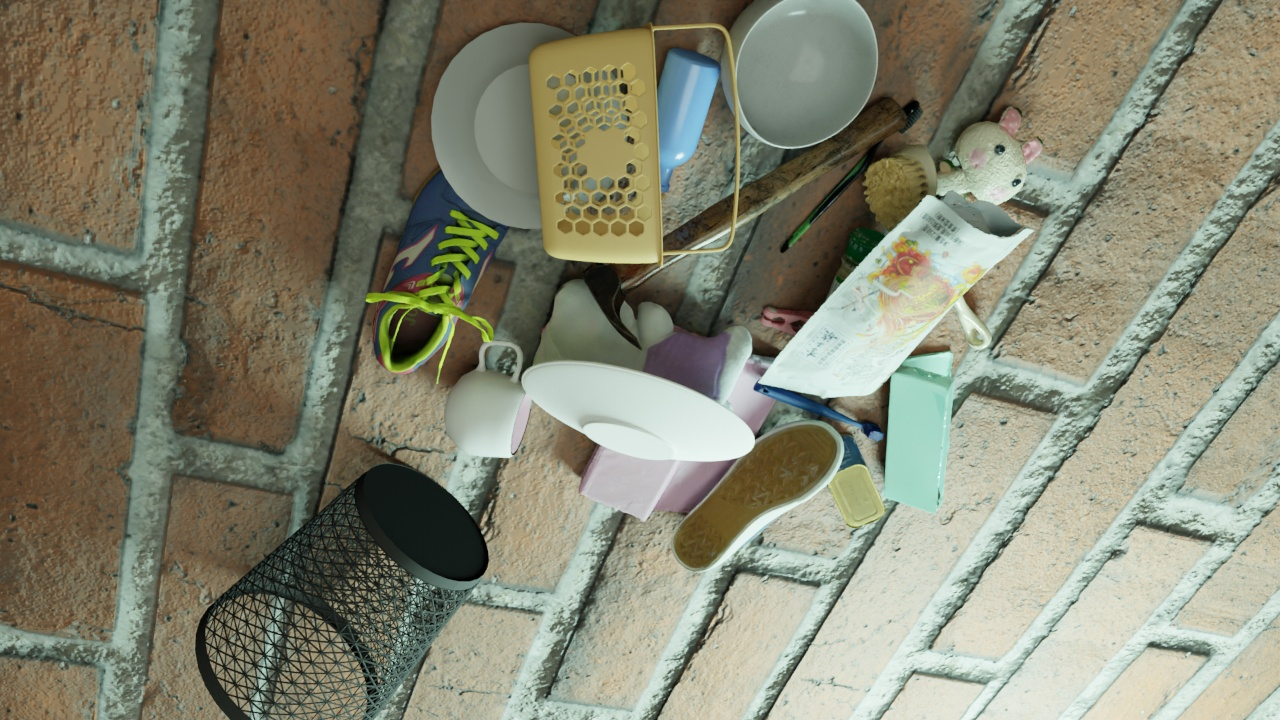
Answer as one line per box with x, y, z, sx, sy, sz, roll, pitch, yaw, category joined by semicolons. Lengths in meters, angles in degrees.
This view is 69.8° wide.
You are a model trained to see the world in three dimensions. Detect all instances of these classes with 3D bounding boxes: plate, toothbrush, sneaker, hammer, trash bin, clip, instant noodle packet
-0.090;-0.199;0.788;0.172;0.019;0.173;-5;107;-18;plate
0.201;-0.172;0.883;0.017;0.014;0.188;28;115;-31;toothbrush
-0.171;-0.086;0.840;0.116;0.091;0.242;26;115;-19;sneaker
0.100;-0.137;0.841;0.330;0.120;0.033;-31;156;2;hammer
-0.303;0.252;0.979;0.217;0.216;0.243;38;104;-27;trash bin
0.136;0.152;1.052;0.236;0.087;0.079;-43;161;15;sneaker
-0.008;0.064;0.871;0.229;0.030;0.230;15;159;6;plate
0.154;-0.044;0.954;0.057;0.022;0.035;13;123;-13;clip
0.200;0.056;1.008;0.189;0.017;0.016;21;111;-30;toothbrush
0.244;-0.046;0.894;0.146;0.057;0.270;10;136;-25;instant noodle packet

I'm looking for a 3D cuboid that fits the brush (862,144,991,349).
0.297;-0.101;0.919;0.077;0.062;0.272;-44;125;-7;brush

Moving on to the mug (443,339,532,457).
-0.153;0.037;0.927;0.076;0.090;0.124;14;103;4;mug

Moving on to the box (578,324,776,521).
0.051;0.080;1.002;0.180;0.055;0.233;15;119;-18;box

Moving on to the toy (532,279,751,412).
-0.005;0.005;0.897;0.209;0.085;0.138;17;117;9;toy

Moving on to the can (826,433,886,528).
0.243;0.141;1.061;0.054;0.059;0.100;-26;123;8;can

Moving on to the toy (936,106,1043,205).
0.330;-0.187;0.874;0.112;0.050;0.087;-34;120;8;toy

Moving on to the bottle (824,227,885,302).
0.215;-0.078;0.928;0.042;0.042;0.110;8;121;-13;bottle

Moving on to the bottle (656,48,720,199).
0.030;-0.206;0.817;0.048;0.048;0.131;10;120;-14;bottle

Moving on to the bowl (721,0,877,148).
0.130;-0.255;0.786;0.131;0.064;0.132;-8;123;-13;bowl

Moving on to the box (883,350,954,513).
0.322;0.075;1.051;0.077;0.079;0.189;15;130;31;box

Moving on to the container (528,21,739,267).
-0.001;-0.174;0.742;0.167;0.129;0.183;-4;107;-5;container
